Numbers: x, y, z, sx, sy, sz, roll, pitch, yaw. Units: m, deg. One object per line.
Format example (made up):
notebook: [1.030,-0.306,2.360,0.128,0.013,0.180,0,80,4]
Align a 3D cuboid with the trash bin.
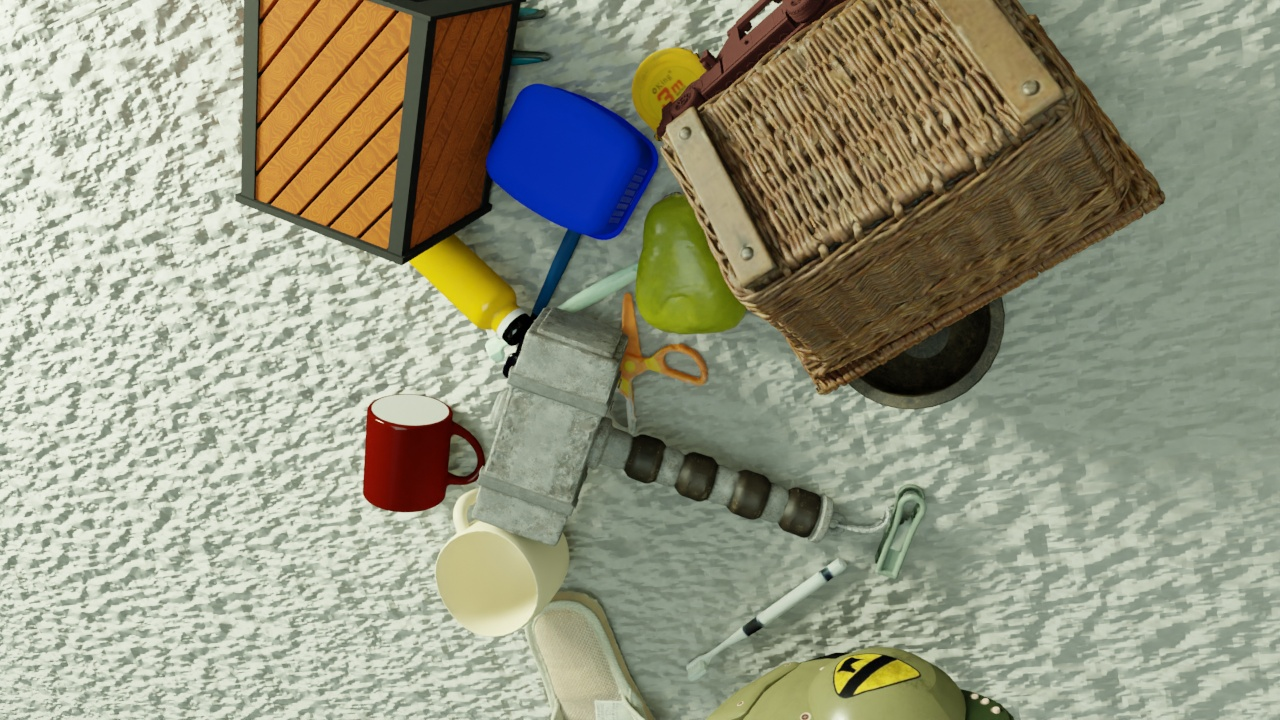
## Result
trash bin: [-0.191,-0.193,0.676,0.140,0.139,0.172,21,121,10]

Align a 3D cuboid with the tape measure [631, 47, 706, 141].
tape measure: [0.023,-0.200,0.681,0.059,0.030,0.068,45,107,-1]

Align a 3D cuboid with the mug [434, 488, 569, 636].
mug: [-0.119,0.165,0.802,0.096,0.099,0.120,-28,91,20]

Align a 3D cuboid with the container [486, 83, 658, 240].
container: [-0.055,-0.151,0.697,0.114,0.058,0.096,32,103,7]

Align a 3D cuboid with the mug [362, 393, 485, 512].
mug: [-0.191,0.082,0.820,0.105,0.073,0.083,4,110,-14]

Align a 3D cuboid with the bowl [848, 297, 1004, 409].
bowl: [0.200,-0.023,0.662,0.121,0.056,0.121,-4,81,26]

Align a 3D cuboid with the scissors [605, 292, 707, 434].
scissors: [-0.007,0.008,0.766,0.125,0.011,0.131,18,111,10]

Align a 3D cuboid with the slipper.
slipper: [-0.035,0.340,0.857,0.115,0.052,0.263,-17,101,22]

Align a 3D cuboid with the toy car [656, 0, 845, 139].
toy car: [0.090,-0.203,0.624,0.070,0.061,0.170,36,124,-29]

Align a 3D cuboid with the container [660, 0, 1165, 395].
container: [0.150,-0.115,0.560,0.250,0.183,0.162,-33,67,23]

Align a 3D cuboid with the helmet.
helmet: [0.157,0.324,0.670,0.233,0.255,0.250,-10,102,16]

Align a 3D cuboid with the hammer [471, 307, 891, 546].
hammer: [0.036,0.091,0.741,0.326,0.079,0.177,19,111,0]

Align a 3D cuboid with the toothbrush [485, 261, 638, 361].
toothbrush: [-0.061,-0.042,0.755,0.155,0.015,0.022,-28,77,14]

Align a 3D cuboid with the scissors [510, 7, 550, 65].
scissors: [-0.138,-0.248,0.722,0.146,0.019,0.134,46,118,-6]

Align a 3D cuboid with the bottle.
bottle: [-0.147,-0.069,0.754,0.143,0.043,0.043,43,114,12]

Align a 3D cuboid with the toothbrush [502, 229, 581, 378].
toothbrush: [-0.079,-0.055,0.768,0.014,0.014,0.168,30,112,6]

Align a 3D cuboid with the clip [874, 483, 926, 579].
clip: [0.207,0.135,0.732,0.023,0.044,0.076,17,110,6]

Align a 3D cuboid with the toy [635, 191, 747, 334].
toy: [0.038,-0.074,0.705,0.090,0.051,0.110,-1,104,15]

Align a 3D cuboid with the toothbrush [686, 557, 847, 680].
toothbrush: [0.107,0.227,0.797,0.012,0.017,0.187,38,115,-19]
